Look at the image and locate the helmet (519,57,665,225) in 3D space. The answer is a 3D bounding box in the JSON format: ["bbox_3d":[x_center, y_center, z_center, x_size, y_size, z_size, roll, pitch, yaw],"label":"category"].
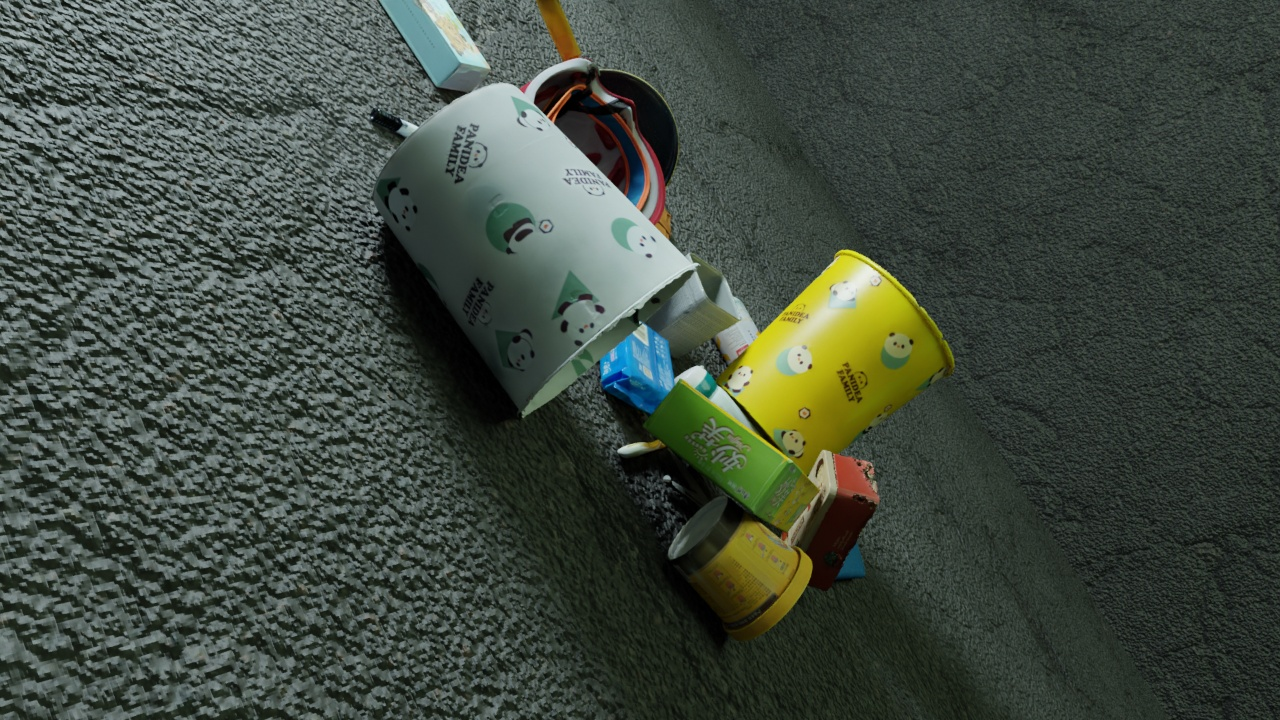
[{"bbox_3d":[-0.091,-0.248,1.167,0.240,0.144,0.206,41,55,-36],"label":"helmet"}]

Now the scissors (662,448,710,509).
[{"bbox_3d":[0.102,0.201,1.109,0.188,0.015,0.226,9,51,-58],"label":"scissors"}]

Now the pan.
[{"bbox_3d":[-0.075,-0.364,1.228,0.078,0.198,0.357,-72,142,-70],"label":"pan"}]

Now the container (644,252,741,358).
[{"bbox_3d":[0.060,-0.070,1.258,0.090,0.114,0.090,27,36,-46],"label":"container"}]

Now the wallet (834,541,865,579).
[{"bbox_3d":[0.274,0.263,1.317,0.133,0.040,0.106,16,53,-55],"label":"wallet"}]

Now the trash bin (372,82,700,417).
[{"bbox_3d":[-0.108,-0.113,0.894,0.252,0.230,0.229,51,24,2],"label":"trash bin"}]

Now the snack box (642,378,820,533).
[{"bbox_3d":[0.108,0.112,1.037,0.158,0.070,0.210,37,-1,24],"label":"snack box"}]

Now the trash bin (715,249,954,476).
[{"bbox_3d":[0.257,0.016,1.270,0.229,0.255,0.229,49,-3,3],"label":"trash bin"}]

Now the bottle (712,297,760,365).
[{"bbox_3d":[0.166,-0.008,1.431,0.068,0.068,0.189,4,55,-60],"label":"bottle"}]

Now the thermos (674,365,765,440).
[{"bbox_3d":[0.121,0.105,1.207,0.224,0.073,0.073,50,25,-10],"label":"thermos"}]

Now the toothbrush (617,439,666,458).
[{"bbox_3d":[0.022,0.097,1.092,0.016,0.018,0.191,35,17,22],"label":"toothbrush"}]

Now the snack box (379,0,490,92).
[{"bbox_3d":[-0.274,-0.436,1.197,0.175,0.052,0.074,57,25,3],"label":"snack box"}]

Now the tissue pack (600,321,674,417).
[{"bbox_3d":[-0.007,0.006,1.116,0.095,0.052,0.156,35,30,-32],"label":"tissue pack"}]

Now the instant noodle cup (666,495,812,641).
[{"bbox_3d":[0.100,0.215,0.975,0.114,0.119,0.118,43,26,-6],"label":"instant noodle cup"}]

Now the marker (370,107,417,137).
[{"bbox_3d":[-0.253,-0.258,1.050,0.130,0.018,0.022,16,36,-54],"label":"marker"}]

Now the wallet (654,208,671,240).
[{"bbox_3d":[0.008,-0.236,1.485,0.108,0.031,0.131,43,28,-22],"label":"wallet"}]

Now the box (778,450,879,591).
[{"bbox_3d":[0.239,0.203,1.151,0.080,0.169,0.091,16,33,-5],"label":"box"}]
